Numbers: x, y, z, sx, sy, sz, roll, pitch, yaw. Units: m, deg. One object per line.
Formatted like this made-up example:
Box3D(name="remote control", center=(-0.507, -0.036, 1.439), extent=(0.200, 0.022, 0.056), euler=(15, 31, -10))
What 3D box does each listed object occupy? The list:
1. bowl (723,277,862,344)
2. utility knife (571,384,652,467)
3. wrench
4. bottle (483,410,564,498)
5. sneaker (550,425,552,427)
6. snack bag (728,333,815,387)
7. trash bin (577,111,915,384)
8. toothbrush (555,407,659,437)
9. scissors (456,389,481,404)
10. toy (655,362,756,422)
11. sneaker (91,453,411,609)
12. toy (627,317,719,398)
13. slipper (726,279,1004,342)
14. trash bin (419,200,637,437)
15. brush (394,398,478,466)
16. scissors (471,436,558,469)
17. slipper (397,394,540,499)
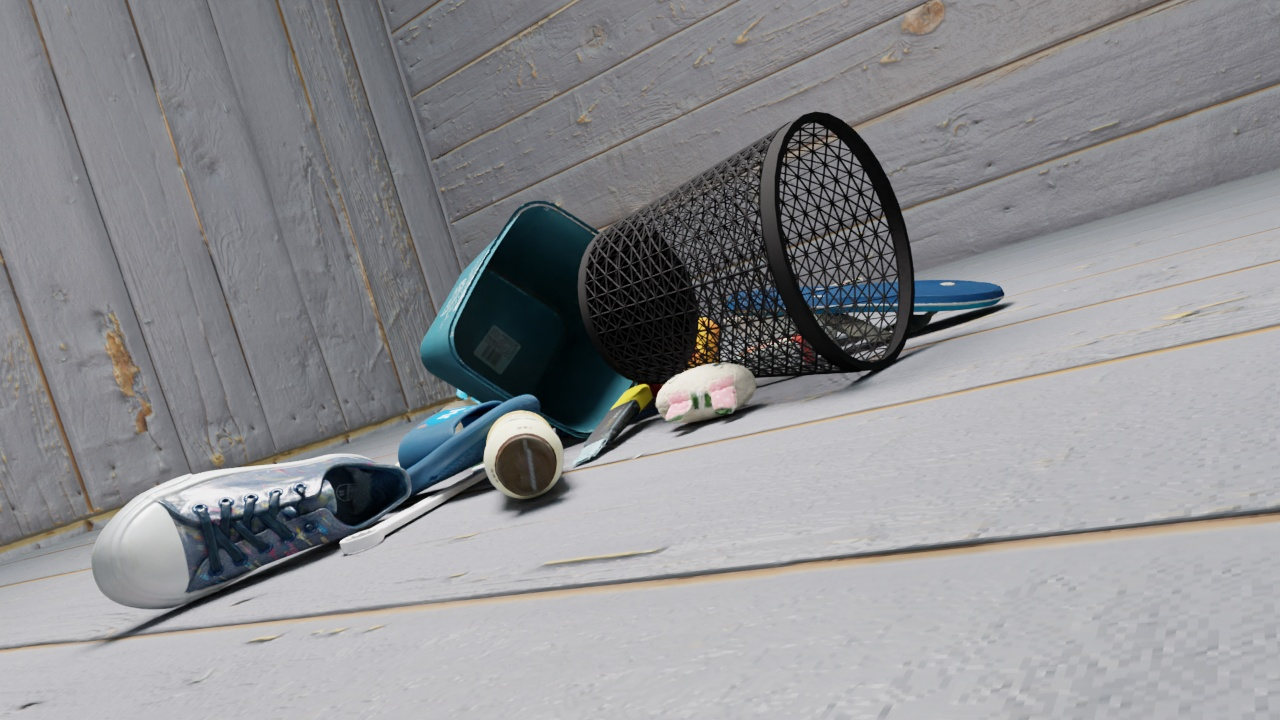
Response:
Box3D(name="bowl", center=(0.197, -0.044, 1.138), extent=(0.177, 0.071, 0.177), euler=(-18, 2, 1))
Box3D(name="utility knife", center=(-0.025, 0.058, 0.829), extent=(0.029, 0.020, 0.202), euler=(-21, 8, 19))
Box3D(name="wrench", center=(-0.167, 0.114, 0.773), extent=(0.047, 0.009, 0.273), euler=(-16, 2, 17))
Box3D(name="bottle", center=(-0.086, 0.069, 0.673), extent=(0.056, 0.056, 0.162), euler=(-17, 2, -8))
Box3D(name="sneaker", center=(-0.149, 0.035, 1.287), extent=(0.091, 0.111, 0.244), euler=(-18, 2, -15))
Box3D(name="snack bag", center=(0.138, -0.001, 0.953), extent=(0.077, 0.036, 0.115), euler=(-17, 2, 21))
Box3D(name="trash bin", center=(0.085, -0.078, 0.835), extent=(0.244, 0.217, 0.216), euler=(-14, 4, 42))
Box3D(name="toothbrush", center=(-0.024, 0.061, 0.953), extent=(0.017, 0.016, 0.190), euler=(-9, -5, -45))
Box3D(name="scissors", center=(-0.198, 0.078, 1.123), extent=(0.133, 0.127, 0.014), euler=(-50, -36, -6))
Box3D(name="toy", center=(0.056, 0.028, 0.777), extent=(0.087, 0.050, 0.112), euler=(-16, 8, 22))
Box3D(name="sneaker", center=(-0.273, 0.112, 0.679), extent=(0.079, 0.087, 0.234), euler=(-18, -2, 36))
Box3D(name="toy", center=(-0.007, 0.006, 1.104), extent=(0.147, 0.098, 0.217), euler=(-6, -4, -39))
Box3D(name="slipper", center=(0.239, -0.049, 0.984), extent=(0.295, 0.060, 0.118), euler=(-2, 9, 7))
Box3D(name="trash bin", center=(-0.123, -0.032, 0.997), extent=(0.219, 0.199, 0.196), euler=(-9, 51, 62))
Box3D(name="brush", center=(-0.243, 0.109, 0.983), extent=(0.062, 0.077, 0.271), euler=(20, 20, 12))
Box3D(name="scissors", center=(-0.145, 0.099, 0.982), extent=(0.132, 0.011, 0.125), euler=(-16, 4, 32))
Box3D(name="slipper", center=(-0.182, 0.079, 0.820), extent=(0.214, 0.059, 0.103), euler=(-30, -1, 30))
